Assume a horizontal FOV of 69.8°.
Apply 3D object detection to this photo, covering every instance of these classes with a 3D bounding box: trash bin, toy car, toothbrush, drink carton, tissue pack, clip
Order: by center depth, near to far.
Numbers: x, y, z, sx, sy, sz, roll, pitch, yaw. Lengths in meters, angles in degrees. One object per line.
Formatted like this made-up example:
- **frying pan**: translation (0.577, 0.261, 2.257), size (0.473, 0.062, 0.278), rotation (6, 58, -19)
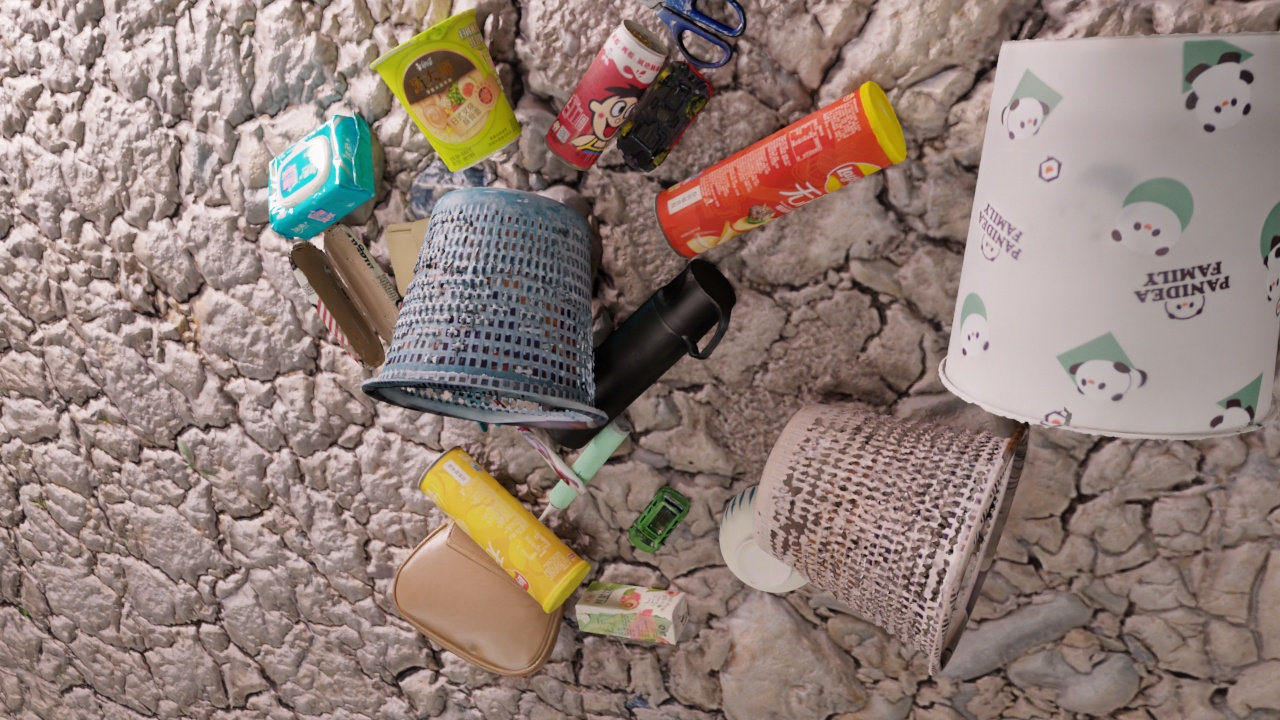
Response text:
- **trash bin**: translation (0.343, -0.100, 0.658), size (0.230, 0.229, 0.252), rotation (5, 110, 20)
- **trash bin**: translation (0.217, 0.137, 0.829), size (0.192, 0.226, 0.228), rotation (20, 119, 27)
- **toy car**: translation (0.020, -0.221, 0.837), size (0.049, 0.031, 0.107), rotation (41, 120, 2)
- **trash bin**: translation (-0.131, -0.048, 0.865), size (0.227, 0.226, 0.195), rotation (3, 78, 21)
- **tissue pack**: translation (-0.333, -0.192, 0.961), size (0.134, 0.050, 0.093), rotation (-24, 65, 28)
- **toy car**: translation (0.019, 0.180, 1.018), size (0.043, 0.036, 0.091), rotation (35, 125, 3)
- **toothbrush**: translation (-0.128, 0.084, 1.026), size (0.187, 0.017, 0.016), rotation (45, 121, 10)
- **toothbrush**: translation (-0.079, 0.140, 1.044), size (0.027, 0.026, 0.225), rotation (39, 122, 1)
- **clip**: translation (-0.183, 0.056, 1.056), size (0.039, 0.013, 0.056), rotation (-22, 105, 28)
- **drink carton**: translation (-0.009, 0.294, 1.069), size (0.123, 0.053, 0.045), rotation (0, 113, 23)

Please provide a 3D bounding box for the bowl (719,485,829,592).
- **bowl**: translation (0.135, 0.195, 0.958), size (0.116, 0.066, 0.117), rotation (9, 115, 18)

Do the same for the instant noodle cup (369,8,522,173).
- **instant noodle cup**: translation (-0.174, -0.249, 0.867), size (0.112, 0.111, 0.123), rotation (-18, 113, 28)

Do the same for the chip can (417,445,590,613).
- **chip can**: translation (-0.157, 0.191, 1.051), size (0.213, 0.071, 0.072), rotation (40, 122, 13)

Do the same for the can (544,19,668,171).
- **can**: translation (-0.032, -0.240, 0.837), size (0.053, 0.053, 0.133), rotation (41, 121, 1)

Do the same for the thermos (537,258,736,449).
- **thermos**: translation (-0.005, 0.005, 0.918), size (0.068, 0.089, 0.243), rotation (20, 131, -37)

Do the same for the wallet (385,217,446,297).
- **wallet**: translation (-0.220, -0.113, 0.990), size (0.115, 0.024, 0.087), rotation (-1, 111, 24)

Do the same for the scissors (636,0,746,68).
- **scissors**: translation (0.018, -0.326, 0.803), size (0.108, 0.012, 0.175), rotation (-36, 95, 33)

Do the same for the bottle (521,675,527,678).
- **bottle**: translation (-0.207, 0.340, 1.168), size (0.175, 0.057, 0.058), rotation (32, 121, 6)

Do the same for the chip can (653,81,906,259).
- **chip can**: translation (0.117, -0.160, 0.801), size (0.217, 0.073, 0.073), rotation (-23, 103, 28)

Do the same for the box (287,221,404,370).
- **box**: translation (-0.312, -0.076, 1.021), size (0.088, 0.076, 0.162), rotation (-32, 96, 13)

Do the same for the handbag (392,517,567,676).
- **handbag**: translation (-0.186, 0.283, 1.100), size (0.204, 0.100, 0.147), rotation (29, 76, 9)
